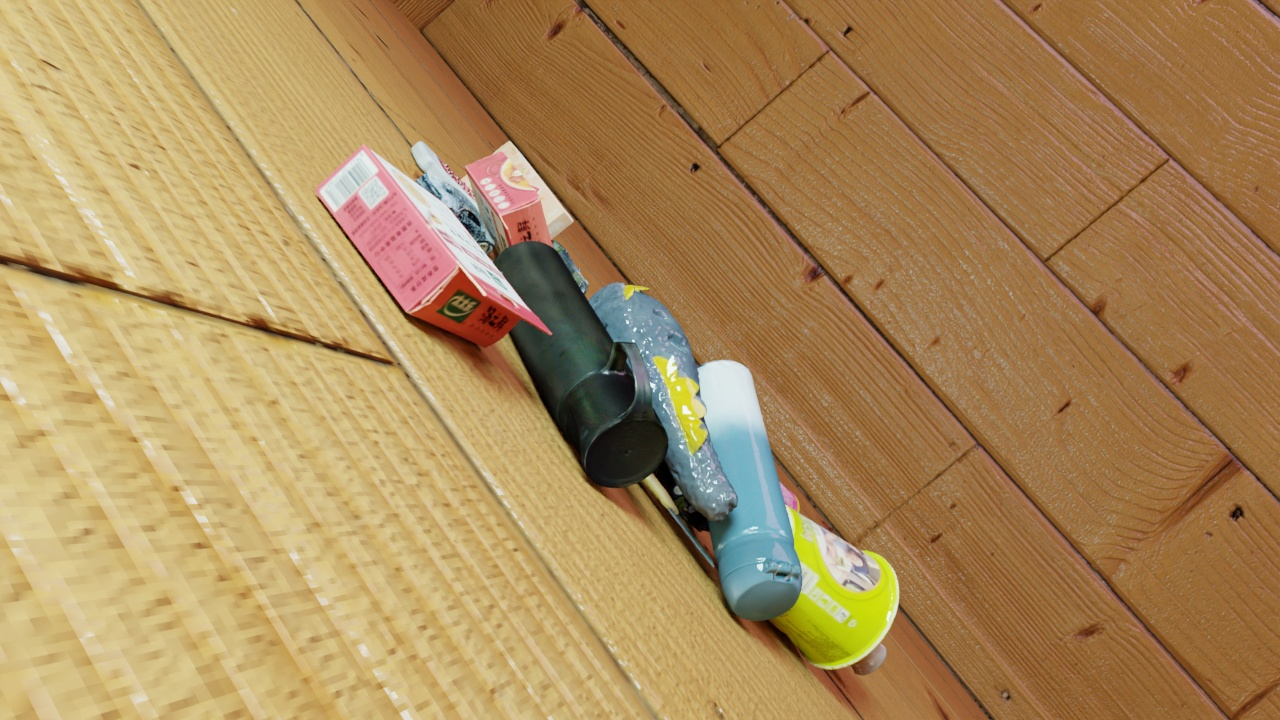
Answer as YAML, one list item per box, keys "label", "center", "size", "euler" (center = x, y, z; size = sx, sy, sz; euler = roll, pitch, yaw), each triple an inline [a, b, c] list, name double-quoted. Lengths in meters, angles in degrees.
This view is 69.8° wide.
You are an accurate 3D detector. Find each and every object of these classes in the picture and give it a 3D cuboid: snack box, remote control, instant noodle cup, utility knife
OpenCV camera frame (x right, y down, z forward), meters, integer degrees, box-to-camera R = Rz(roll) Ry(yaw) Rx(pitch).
- label: "snack box"
  center: [-0.151, -0.190, 1.094]
  size: [0.157, 0.084, 0.026]
  euler: [53, 3, 36]
- label: "remote control"
  center: [-0.198, -0.185, 1.011]
  size: [0.136, 0.020, 0.056]
  euler: [46, 7, -40]
- label: "snack box"
  center: [-0.115, -0.119, 0.877]
  size: [0.127, 0.044, 0.113]
  euler: [54, -18, 43]
- label: "instant noodle cup"
  center: [0.135, 0.181, 0.775]
  size: [0.123, 0.112, 0.111]
  euler: [39, 9, -24]
- label: "utility knife"
  center: [0.001, 0.087, 0.741]
  size: [0.204, 0.021, 0.031]
  euler: [44, 3, 29]
- label: "snack box"
  center: [-0.125, -0.058, 0.570]
  size: [0.127, 0.044, 0.113]
  euler: [50, 4, 17]

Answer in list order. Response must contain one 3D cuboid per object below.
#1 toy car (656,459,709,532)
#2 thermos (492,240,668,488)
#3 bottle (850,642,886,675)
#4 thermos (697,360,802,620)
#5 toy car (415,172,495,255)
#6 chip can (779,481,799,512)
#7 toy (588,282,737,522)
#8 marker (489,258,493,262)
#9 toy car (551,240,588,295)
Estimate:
- label: "toy car"
  center: [0.049, 0.095, 0.836]
  size: [0.042, 0.070, 0.158]
  euler: [49, 7, -41]
- label: "thermos"
  center: [-0.047, -0.015, 0.681]
  size: [0.068, 0.090, 0.242]
  euler: [7, 29, -31]
- label: "bottle"
  center: [0.164, 0.222, 0.886]
  size: [0.189, 0.068, 0.068]
  euler: [50, 5, -3]
- label: "thermos"
  center: [0.078, 0.099, 0.737]
  size: [0.070, 0.070, 0.220]
  euler: [45, 26, -40]
- label: "toy car"
  center: [-0.167, -0.135, 0.849]
  size: [0.049, 0.031, 0.105]
  euler: [55, 5, 32]
- label: "chip can"
  center: [0.095, 0.120, 1.038]
  size: [0.210, 0.071, 0.071]
  euler: [46, 6, -30]
- label: "toy"
  center: [-0.005, 0.005, 0.788]
  size: [0.356, 0.091, 0.138]
  euler: [-129, -163, -65]
- label: "marker"
  center: [-0.151, -0.097, 0.796]
  size: [0.145, 0.017, 0.017]
  euler: [45, 7, -40]
- label: "toy car"
  center: [-0.094, -0.092, 1.042]
  size: [0.037, 0.054, 0.120]
  euler: [43, 9, -40]
